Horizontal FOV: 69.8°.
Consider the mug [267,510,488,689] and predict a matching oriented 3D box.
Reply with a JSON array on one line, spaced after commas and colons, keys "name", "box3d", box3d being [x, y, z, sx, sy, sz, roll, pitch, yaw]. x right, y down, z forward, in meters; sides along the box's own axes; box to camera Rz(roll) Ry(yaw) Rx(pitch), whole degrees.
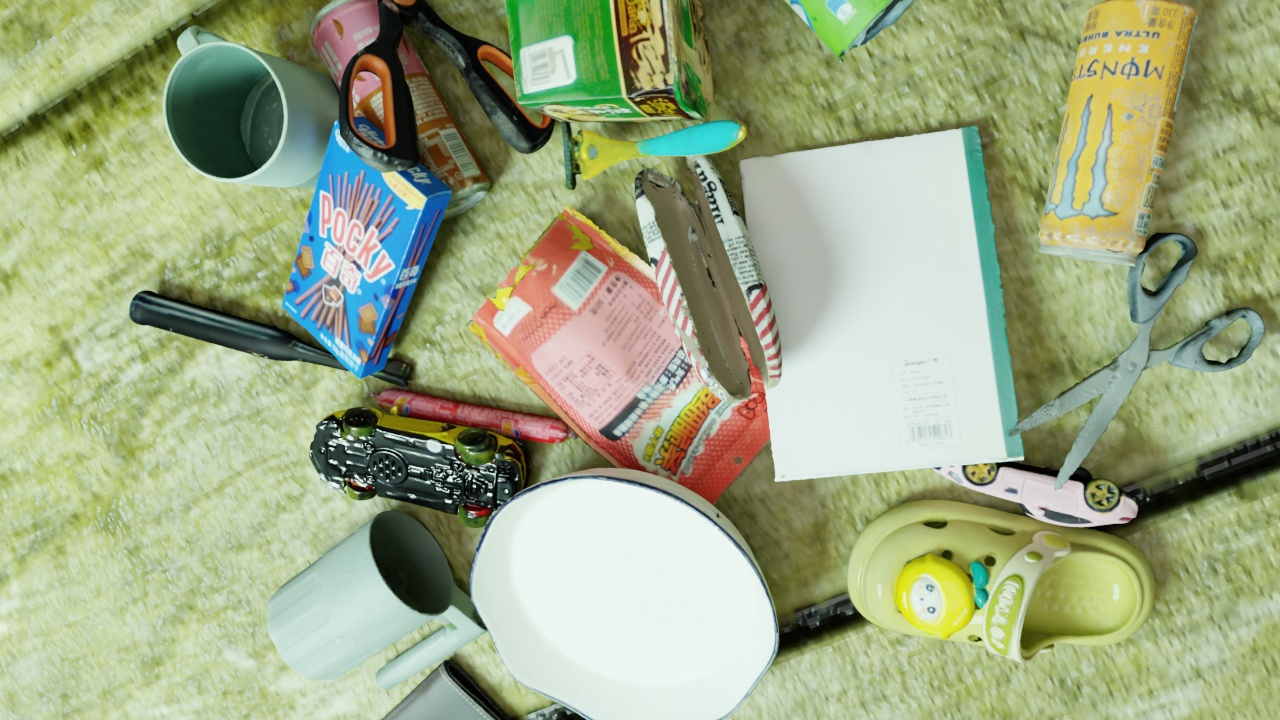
[{"name": "mug", "box3d": [-0.187, 0.182, 0.660, 0.103, 0.083, 0.124, -34, 116, 14]}]

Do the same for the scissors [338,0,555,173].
[{"name": "scissors", "box3d": [-0.142, -0.208, 0.586, 0.223, 0.022, 0.220, 22, 58, -23]}]

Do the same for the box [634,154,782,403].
[{"name": "box", "box3d": [0.055, -0.058, 0.564, 0.079, 0.074, 0.163, -28, 66, 23]}]

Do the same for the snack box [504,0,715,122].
[{"name": "snack box", "box3d": [-0.020, -0.196, 0.554, 0.106, 0.117, 0.118, -7, 94, 15]}]

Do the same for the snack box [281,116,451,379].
[{"name": "snack box", "box3d": [-0.186, -0.071, 0.609, 0.084, 0.026, 0.157, 40, 124, 14]}]

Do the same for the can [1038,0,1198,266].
[{"name": "can", "box3d": [0.277, -0.131, 0.537, 0.058, 0.058, 0.146, 10, 99, 8]}]

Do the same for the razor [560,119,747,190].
[{"name": "razor", "box3d": [0.007, -0.130, 0.554, 0.133, 0.028, 0.043, 0, 94, 35]}]

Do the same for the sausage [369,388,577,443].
[{"name": "sausage", "box3d": [-0.120, 0.040, 0.652, 0.156, 0.020, 0.020, 10, 99, 9]}]

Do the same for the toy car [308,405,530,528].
[{"name": "toy car", "box3d": [-0.156, 0.070, 0.646, 0.156, 0.041, 0.071, 10, 120, 6]}]

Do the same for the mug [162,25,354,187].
[{"name": "mug", "box3d": [-0.249, -0.167, 0.600, 0.082, 0.106, 0.112, -38, 91, 13]}]

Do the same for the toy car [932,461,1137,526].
[{"name": "toy car", "box3d": [0.245, 0.080, 0.576, 0.122, 0.056, 0.037, 12, 93, 8]}]

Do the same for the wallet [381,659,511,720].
[{"name": "wallet", "box3d": [-0.153, 0.297, 0.696, 0.096, 0.020, 0.122, 45, 105, 1]}]

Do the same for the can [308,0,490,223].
[{"name": "can", "box3d": [-0.159, -0.165, 0.609, 0.058, 0.057, 0.147, -29, 92, 12]}]

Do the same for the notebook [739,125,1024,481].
[{"name": "notebook", "box3d": [0.147, -0.035, 0.572, 0.150, 0.012, 0.209, -6, 83, 12]}]

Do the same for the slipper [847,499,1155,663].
[{"name": "slipper", "box3d": [0.229, 0.142, 0.576, 0.190, 0.081, 0.091, 4, 96, 7]}]

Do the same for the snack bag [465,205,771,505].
[{"name": "snack bag", "box3d": [-0.004, 0.004, 0.607, 0.208, 0.073, 0.128, 39, 95, -4]}]

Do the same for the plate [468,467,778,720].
[{"name": "plate", "box3d": [-0.011, 0.157, 0.613, 0.205, 0.045, 0.205, 6, 115, 14]}]

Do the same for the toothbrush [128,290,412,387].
[{"name": "toothbrush", "box3d": [-0.268, -0.014, 0.668, 0.213, 0.026, 0.027, 14, 67, 6]}]

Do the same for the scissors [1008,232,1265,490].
[{"name": "scissors", "box3d": [0.298, -0.002, 0.552, 0.159, 0.014, 0.172, 4, 86, -4]}]

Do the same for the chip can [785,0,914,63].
[{"name": "chip can", "box3d": [0.067, -0.287, 0.546, 0.072, 0.072, 0.236, -44, 90, 13]}]
